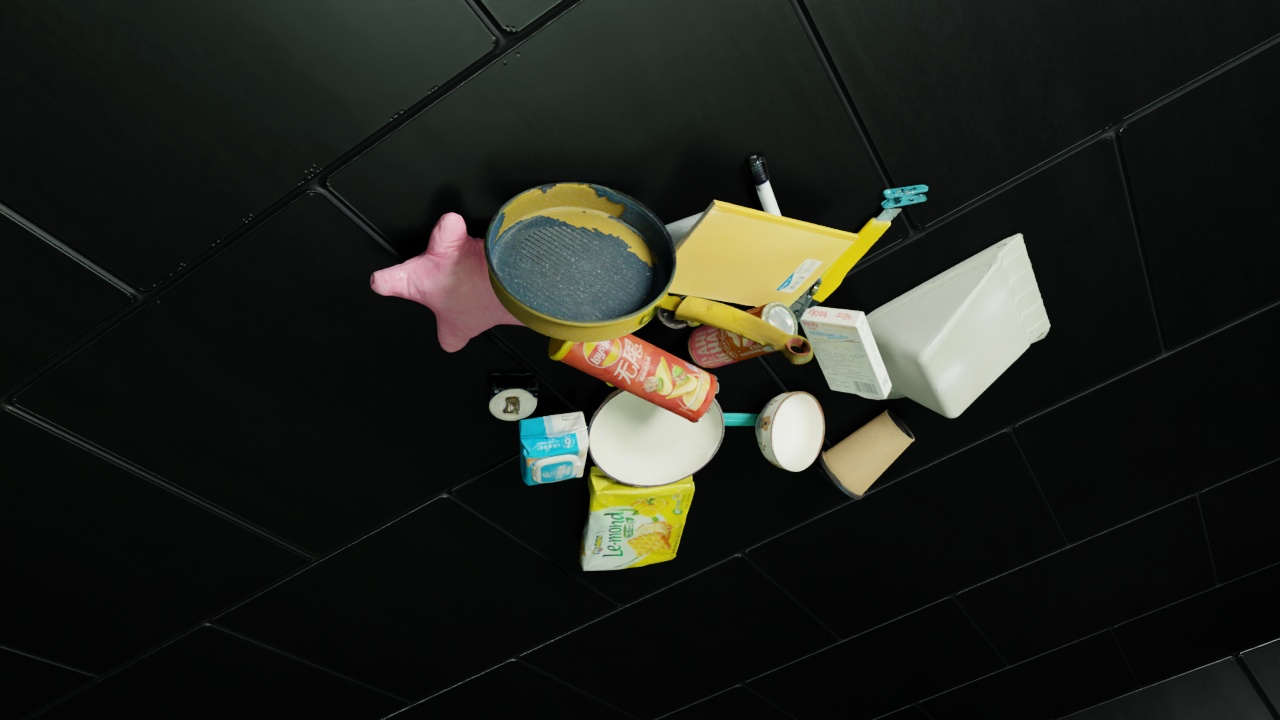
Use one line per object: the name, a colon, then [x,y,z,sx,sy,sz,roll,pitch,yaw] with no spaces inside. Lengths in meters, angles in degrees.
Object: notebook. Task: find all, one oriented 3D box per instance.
notebook: [0.126,-0.112,1.036,0.206,0.010,0.146,6,143,-32]

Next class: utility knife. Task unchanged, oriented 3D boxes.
utility knife: [0.258,-0.128,1.137,0.033,0.015,0.174,19,129,-29]
utility knife: [0.122,0.086,1.333,0.160,0.013,0.029,2,138,-17]

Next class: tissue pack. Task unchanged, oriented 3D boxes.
tissue pack: [-0.120,0.123,1.254,0.090,0.063,0.140,-8,154,-11]

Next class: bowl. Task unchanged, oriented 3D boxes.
bowl: [0.206,0.099,1.317,0.113,0.113,0.062,28,166,-36]

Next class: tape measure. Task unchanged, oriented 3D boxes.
tape measure: [-0.168,0.048,1.205,0.065,0.033,0.066,-1,136,-11]

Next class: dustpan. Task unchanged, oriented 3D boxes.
dustpan: [0.410,-0.038,1.276,0.257,0.143,0.222,-48,134,-6]

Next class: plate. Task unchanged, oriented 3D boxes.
plate: [0.020,0.094,1.279,0.192,0.039,0.193,-5,125,-7]

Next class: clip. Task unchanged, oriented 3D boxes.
clip: [0.312,-0.194,1.082,0.057,0.014,0.046,-10,136,-5]

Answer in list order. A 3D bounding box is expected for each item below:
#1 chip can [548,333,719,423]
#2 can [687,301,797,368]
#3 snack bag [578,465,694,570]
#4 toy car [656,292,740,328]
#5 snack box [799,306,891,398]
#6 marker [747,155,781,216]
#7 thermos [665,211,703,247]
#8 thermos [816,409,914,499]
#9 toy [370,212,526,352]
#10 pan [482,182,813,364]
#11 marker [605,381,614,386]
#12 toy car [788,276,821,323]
chip can: [-0.007,0.007,1.151,0.216,0.073,0.073,25,126,-24]
can: [0.124,-0.029,1.131,0.058,0.057,0.148,20,159,-31]
snack bag: [-0.011,0.238,1.421,0.158,0.068,0.247,-2,136,-12]
toy car: [0.091,-0.090,1.117,0.158,0.042,0.070,-23,136,6]
snack box: [0.273,-0.010,1.216,0.085,0.026,0.157,11,147,38]
marker: [0.149,-0.182,1.051,0.023,0.018,0.131,-8,140,22]
thermos: [0.003,-0.114,1.053,0.220,0.070,0.070,-18,137,6]
thermos: [0.342,0.143,1.399,0.093,0.093,0.143,29,114,-36]
toy: [-0.183,-0.088,1.031,0.179,0.074,0.194,-35,137,8]
pan: [0.006,-0.074,0.920,0.357,0.197,0.078,32,145,13]
marker: [-0.031,-0.012,1.189,0.018,0.015,0.124,-3,135,-15]
toy car: [0.182,-0.072,1.159,0.054,0.036,0.121,22,123,-8]
